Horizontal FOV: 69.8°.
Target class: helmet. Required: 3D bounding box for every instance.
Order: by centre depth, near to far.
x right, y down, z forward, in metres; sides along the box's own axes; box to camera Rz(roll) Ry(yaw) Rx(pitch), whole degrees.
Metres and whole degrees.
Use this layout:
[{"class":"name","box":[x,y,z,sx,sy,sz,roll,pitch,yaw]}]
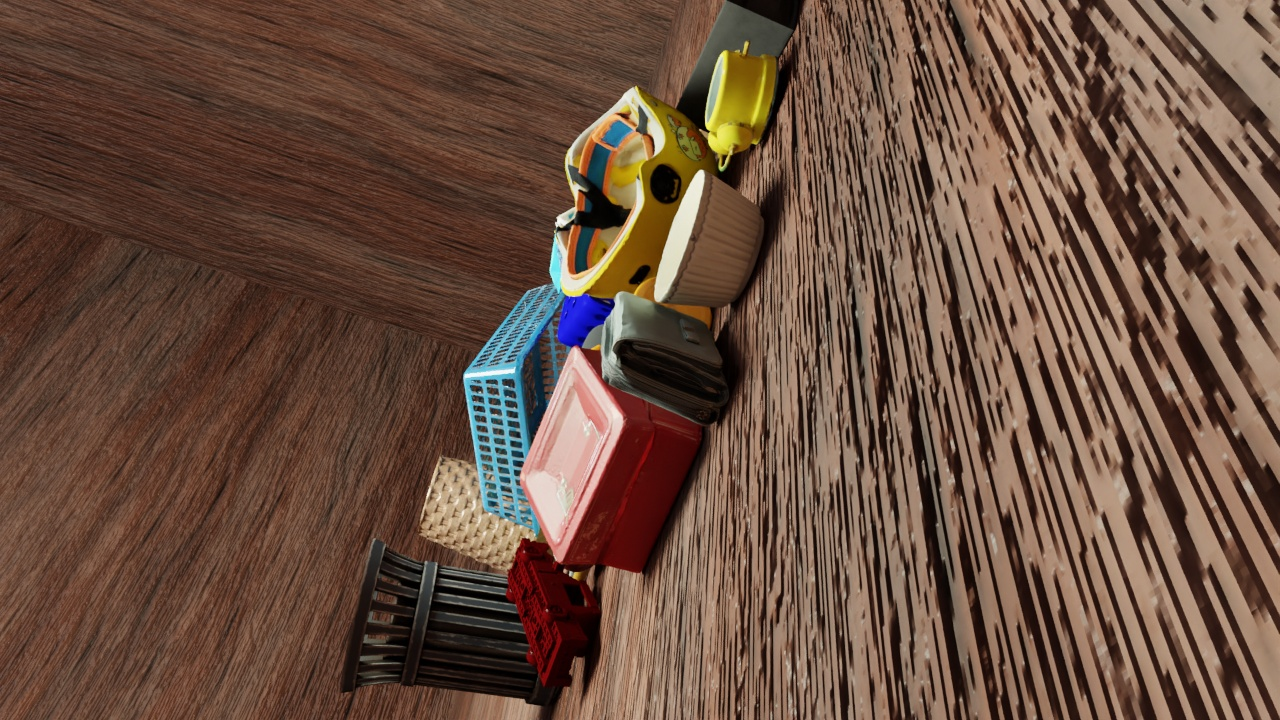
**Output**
[{"class":"helmet","box":[0.006,-0.165,1.014,0.210,0.139,0.239,-23,57,57]}]

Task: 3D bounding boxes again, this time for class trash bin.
[{"class":"trash bin","box":[-0.201,0.300,1.027,0.164,0.227,0.164,-169,91,-79]},{"class":"trash bin","box":[-0.206,0.231,1.326,0.151,0.210,0.151,-164,92,-82]}]

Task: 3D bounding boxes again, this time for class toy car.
[{"class":"toy car","box":[-0.088,0.252,0.933,0.070,0.061,0.170,-70,26,16]}]

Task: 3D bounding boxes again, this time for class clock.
[{"class":"clock","box":[0.095,-0.239,0.875,0.083,0.057,0.119,-118,38,-79]}]

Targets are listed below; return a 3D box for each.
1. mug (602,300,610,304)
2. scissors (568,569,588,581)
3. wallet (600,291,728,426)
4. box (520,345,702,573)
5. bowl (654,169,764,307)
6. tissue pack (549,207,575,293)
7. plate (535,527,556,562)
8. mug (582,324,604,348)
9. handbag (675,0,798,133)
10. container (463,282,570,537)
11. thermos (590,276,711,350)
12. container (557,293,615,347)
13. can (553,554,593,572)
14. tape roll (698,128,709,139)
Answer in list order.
[{"class":"mug","box":[-0.046,-0.053,1.243,0.096,0.110,0.122,112,173,-62]},{"class":"scissors","box":[-0.048,0.169,1.078,0.113,0.016,0.229,-89,18,-64]},{"class":"wallet","box":[0.020,-0.008,0.732,0.054,0.100,0.131,-62,12,16]},{"class":"box","box":[-0.011,0.089,0.792,0.158,0.126,0.137,-65,31,25]},{"class":"bowl","box":[0.060,-0.094,0.767,0.115,0.062,0.115,-163,91,-82]},{"class":"tissue pack","box":[-0.025,-0.172,1.187,0.208,0.066,0.117,-32,-22,-25]},{"class":"plate","box":[-0.092,0.200,1.180,0.184,0.036,0.184,21,-92,-85]},{"class":"mug","box":[-0.040,0.022,1.093,0.122,0.085,0.094,129,158,-57]},{"class":"handbag","box":[0.118,-0.377,1.000,0.176,0.072,0.195,123,167,-61]},{"class":"container","box":[-0.148,0.046,1.288,0.361,0.089,0.257,-69,-22,-65]},{"class":"thermos","box":[-0.005,0.005,0.920,0.233,0.076,0.091,119,141,-55]},{"class":"container","box":[-0.042,-0.067,1.123,0.114,0.085,0.084,133,152,-54]},{"class":"can","box":[-0.062,0.195,0.991,0.097,0.054,0.053,122,164,-60]},{"class":"tape roll","box":[0.097,-0.315,1.117,0.094,0.027,0.094,-164,91,-82]}]
